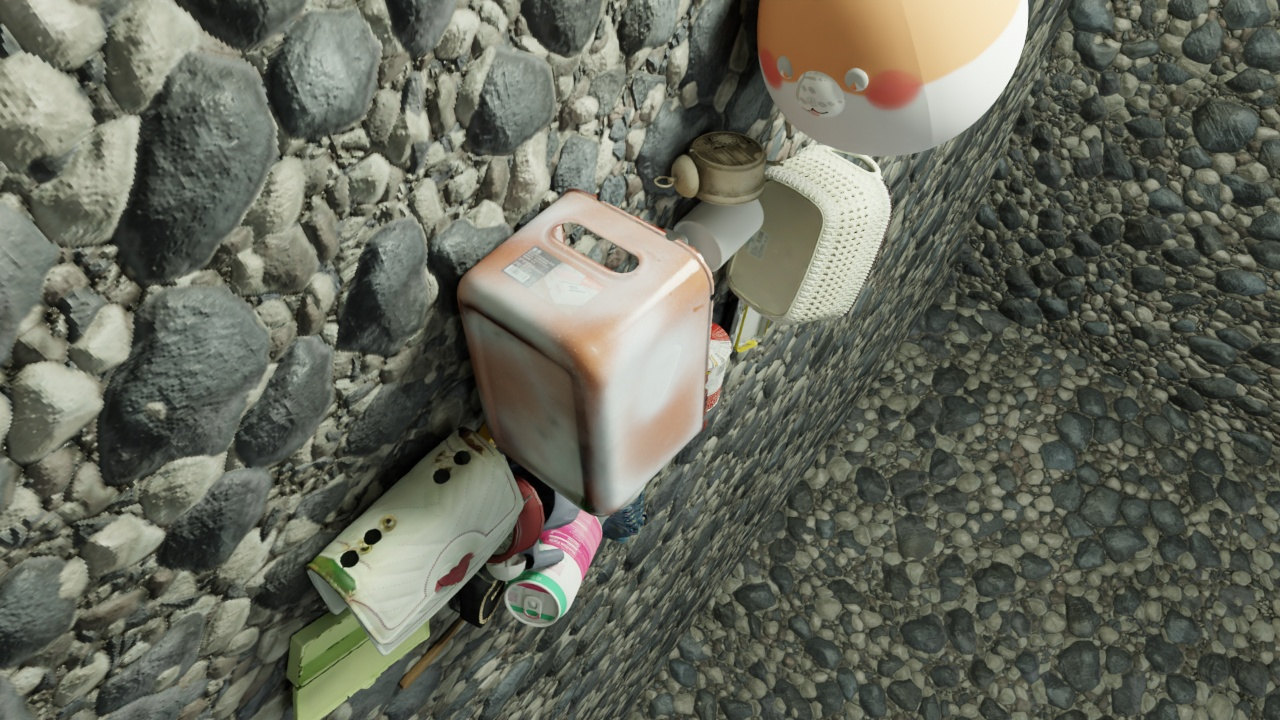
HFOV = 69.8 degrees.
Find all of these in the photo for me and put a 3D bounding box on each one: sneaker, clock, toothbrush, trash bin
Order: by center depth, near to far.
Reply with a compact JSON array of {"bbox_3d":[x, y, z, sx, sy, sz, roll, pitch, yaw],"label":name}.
[{"bbox_3d":[-0.051,0.004,0.857,0.157,0.181,0.260,-43,151,-29],"label":"trash bin"},{"bbox_3d":[0.078,-0.212,1.007,0.140,0.093,0.055,-17,136,-22],"label":"clock"},{"bbox_3d":[-0.161,0.184,1.018,0.048,0.096,0.138,-17,133,-60],"label":"clock"},{"bbox_3d":[-0.250,0.362,1.197,0.166,0.016,0.016,-46,156,-27],"label":"toothbrush"},{"bbox_3d":[-0.026,0.218,1.323,0.087,0.079,0.236,-51,176,-28],"label":"sneaker"}]

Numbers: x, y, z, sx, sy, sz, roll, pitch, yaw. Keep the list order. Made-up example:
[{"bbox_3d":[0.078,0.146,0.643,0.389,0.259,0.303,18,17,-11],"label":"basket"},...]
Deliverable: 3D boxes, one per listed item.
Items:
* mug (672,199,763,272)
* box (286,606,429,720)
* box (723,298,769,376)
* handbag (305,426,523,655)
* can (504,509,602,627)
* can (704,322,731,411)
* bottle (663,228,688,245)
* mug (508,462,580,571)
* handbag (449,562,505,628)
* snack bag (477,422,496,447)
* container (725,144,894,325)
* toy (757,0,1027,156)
[{"bbox_3d":[0.087,-0.157,1.133,0.090,0.074,0.111,-45,-177,-30],"label":"mug"},{"bbox_3d":[-0.291,0.294,0.974,0.186,0.030,0.139,-32,143,-50],"label":"box"},{"bbox_3d":[0.176,-0.074,1.496,0.127,0.045,0.210,-42,156,-34],"label":"box"},{"bbox_3d":[-0.210,0.172,0.885,0.198,0.096,0.142,-44,156,-28],"label":"handbag"},{"bbox_3d":[-0.113,0.262,1.196,0.165,0.088,0.088,-61,173,-58],"label":"can"},{"bbox_3d":[0.080,0.010,1.328,0.086,0.087,0.117,-44,157,-31],"label":"can"},{"bbox_3d":[0.024,-0.093,1.102,0.044,0.044,0.136,-39,154,-41],"label":"bottle"},{"bbox_3d":[-0.120,0.184,1.096,0.104,0.084,0.124,24,58,-72],"label":"mug"},{"bbox_3d":[-0.198,0.276,1.152,0.078,0.054,0.129,-54,160,-41],"label":"handbag"},{"bbox_3d":[-0.147,0.063,0.975,0.099,0.020,0.026,-55,162,-7],"label":"snack bag"},{"bbox_3d":[0.226,-0.168,1.283,0.142,0.185,0.252,-19,138,-42],"label":"container"},{"bbox_3d":[0.242,-0.345,0.922,0.265,0.263,0.281,-54,142,-16],"label":"toy"}]
